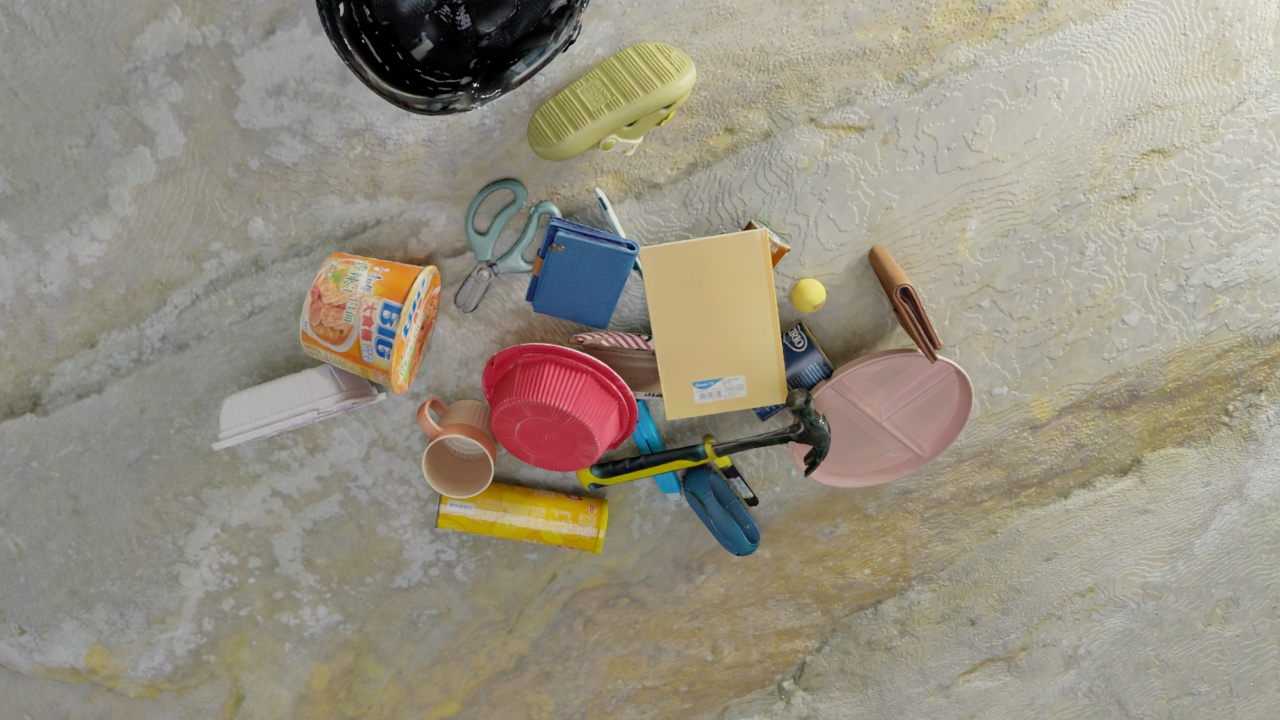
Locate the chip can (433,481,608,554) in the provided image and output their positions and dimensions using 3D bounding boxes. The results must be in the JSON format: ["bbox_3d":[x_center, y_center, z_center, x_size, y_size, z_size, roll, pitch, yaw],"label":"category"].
[{"bbox_3d":[-0.150,0.195,1.163,0.213,0.072,0.072,10,112,-6],"label":"chip can"}]

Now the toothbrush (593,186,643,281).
[{"bbox_3d":[-0.011,-0.116,1.067,0.018,0.016,0.192,-21,113,18],"label":"toothbrush"}]

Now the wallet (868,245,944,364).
[{"bbox_3d":[0.299,-0.065,1.035,0.031,0.131,0.108,-28,112,14],"label":"wallet"}]

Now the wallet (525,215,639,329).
[{"bbox_3d":[-0.069,-0.097,1.040,0.106,0.040,0.133,16,137,-9],"label":"wallet"}]

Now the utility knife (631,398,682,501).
[{"bbox_3d":[0.018,0.118,1.165,0.034,0.018,0.160,-22,113,7],"label":"utility knife"}]

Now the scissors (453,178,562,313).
[{"bbox_3d":[-0.147,-0.115,1.062,0.129,0.019,0.186,14,113,-8],"label":"scissors"}]

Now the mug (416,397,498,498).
[{"bbox_3d":[-0.222,0.092,1.099,0.082,0.105,0.114,-37,109,12],"label":"mug"}]

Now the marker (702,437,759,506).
[{"bbox_3d":[0.117,0.145,1.182,0.018,0.015,0.124,-32,113,12],"label":"marker"}]

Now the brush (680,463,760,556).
[{"bbox_3d":[0.105,0.197,1.171,0.055,0.073,0.144,-34,110,7],"label":"brush"}]

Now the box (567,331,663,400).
[{"bbox_3d":[-0.007,0.011,1.090,0.163,0.076,0.087,3,92,-5],"label":"box"}]

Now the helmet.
[{"bbox_3d":[-0.167,-0.365,0.881,0.230,0.157,0.274,41,96,-14],"label":"helmet"}]

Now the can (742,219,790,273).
[{"bbox_3d":[0.109,-0.089,1.058,0.058,0.057,0.147,31,108,-14],"label":"can"}]

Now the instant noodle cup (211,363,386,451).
[{"bbox_3d":[-0.402,0.048,1.070,0.173,0.138,0.060,-19,91,6],"label":"instant noodle cup"}]

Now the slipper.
[{"bbox_3d":[-0.029,-0.263,0.977,0.190,0.091,0.081,-29,151,0],"label":"slipper"}]

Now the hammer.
[{"bbox_3d":[0.072,0.115,1.106,0.324,0.031,0.126,-15,132,24],"label":"hammer"}]

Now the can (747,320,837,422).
[{"bbox_3d":[0.169,0.014,1.094,0.111,0.075,0.075,-35,110,13],"label":"can"}]

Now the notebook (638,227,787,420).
[{"bbox_3d":[0.084,-0.038,1.036,0.146,0.010,0.206,-9,107,5],"label":"notebook"}]

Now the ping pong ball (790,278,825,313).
[{"bbox_3d":[0.197,-0.076,1.076,0.040,0.040,0.040,-1,113,-2],"label":"ping pong ball"}]

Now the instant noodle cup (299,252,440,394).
[{"bbox_3d":[-0.300,-0.048,1.022,0.111,0.151,0.151,16,112,0],"label":"instant noodle cup"}]

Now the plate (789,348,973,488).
[{"bbox_3d":[0.289,0.071,1.113,0.229,0.028,0.230,-7,133,-8],"label":"plate"}]

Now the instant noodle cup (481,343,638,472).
[{"bbox_3d":[-0.102,0.068,1.071,0.194,0.065,0.194,9,138,8],"label":"instant noodle cup"}]
